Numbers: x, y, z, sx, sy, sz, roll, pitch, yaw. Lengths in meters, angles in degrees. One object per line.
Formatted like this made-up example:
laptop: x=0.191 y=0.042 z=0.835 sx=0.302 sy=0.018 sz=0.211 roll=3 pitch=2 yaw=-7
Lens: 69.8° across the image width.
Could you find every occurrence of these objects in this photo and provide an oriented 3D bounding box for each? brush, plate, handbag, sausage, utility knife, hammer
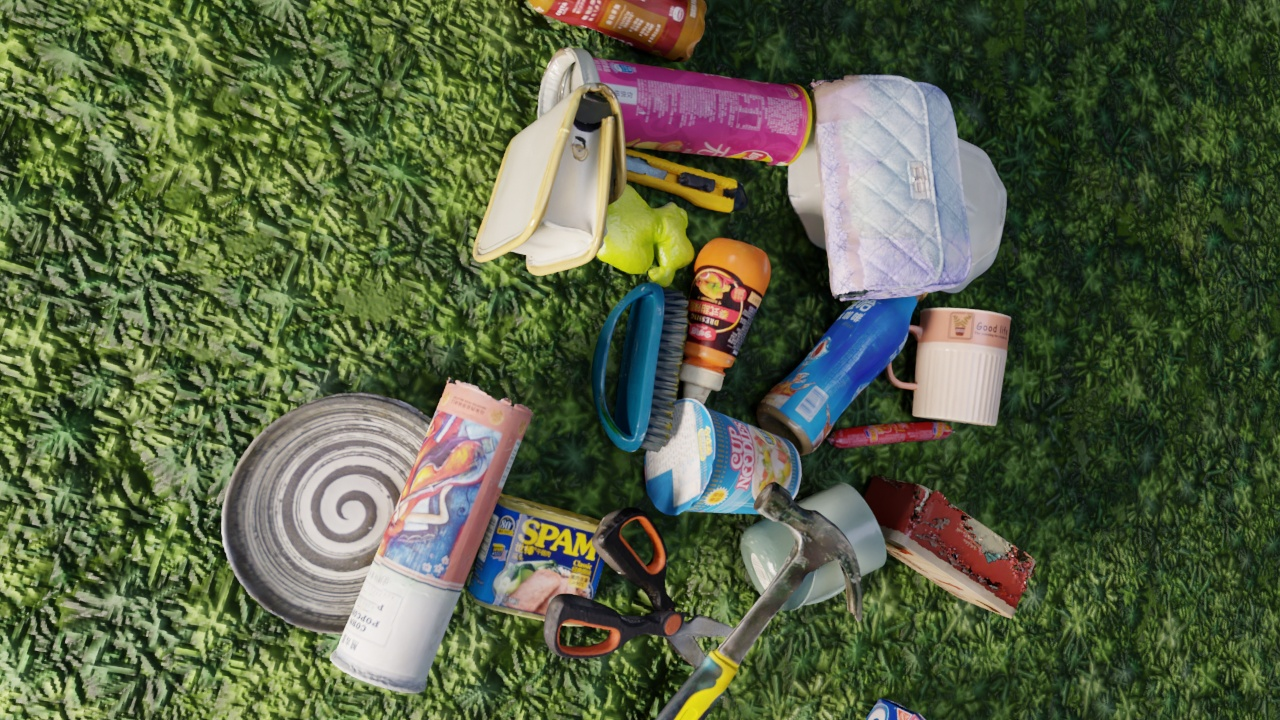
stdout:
brush: x=-0.004 y=0.005 z=0.768 sx=0.073 sy=0.055 sz=0.144 roll=9 pitch=86 yaw=-24
plate: x=0.265 y=-0.165 z=0.901 sx=0.265 sy=0.034 sz=0.162 roll=16 pitch=83 yaw=-23
handbag: x=-0.059 y=-0.156 z=0.688 sx=0.063 sy=0.164 sz=0.178 roll=17 pitch=82 yaw=-25
sausage: x=0.246 y=0.072 z=0.898 sx=0.155 sy=0.020 sz=0.020 roll=-2 pitch=90 yaw=-24
utility knife: x=0.023 y=-0.160 z=0.804 sx=0.167 sy=0.015 sz=0.033 roll=11 pitch=82 yaw=-23
plate: x=-0.217 y=0.113 z=0.691 sx=0.179 sy=0.024 sz=0.179 roll=0 pitch=90 yaw=-23
hammer: x=0.061 y=0.262 z=0.754 sx=0.126 sy=0.032 sz=0.323 roll=36 pitch=93 yaw=-6
handbag: x=0.221 y=-0.153 z=0.814 sx=0.134 sy=0.076 sz=0.194 roll=-5 pitch=86 yaw=-22

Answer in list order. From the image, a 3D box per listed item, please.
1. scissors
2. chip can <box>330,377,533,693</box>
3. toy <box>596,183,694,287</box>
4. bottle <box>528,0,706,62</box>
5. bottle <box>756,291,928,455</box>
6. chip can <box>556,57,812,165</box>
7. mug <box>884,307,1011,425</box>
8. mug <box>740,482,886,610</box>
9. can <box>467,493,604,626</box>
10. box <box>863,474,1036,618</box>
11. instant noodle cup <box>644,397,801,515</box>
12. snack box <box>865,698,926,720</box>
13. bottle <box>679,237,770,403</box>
scissors: x=0.004 y=0.215 z=0.754 sx=0.197 sy=0.022 sz=0.227 roll=-31 pitch=121 yaw=-30
chip can: x=-0.148 y=0.124 z=0.668 sx=0.071 sy=0.071 sz=0.214 roll=25 pitch=80 yaw=-21
toy: x=-0.001 y=-0.107 z=0.785 sx=0.100 sy=0.031 sz=0.097 roll=-15 pitch=97 yaw=-24
bottle: x=-0.033 y=-0.301 z=0.759 sx=0.174 sy=0.057 sz=0.057 roll=12 pitch=84 yaw=-23
bottle: x=0.197 y=-0.007 z=0.853 sx=0.218 sy=0.065 sz=0.065 roll=-45 pitch=106 yaw=-19
chip can: x=0.038 y=-0.212 z=0.783 sx=0.210 sy=0.071 sz=0.071 roll=1 pitch=89 yaw=-23
mug: x=0.295 y=0.005 z=0.893 sx=0.114 sy=0.081 sz=0.106 roll=7 pitch=87 yaw=3
mug: x=0.153 y=0.178 z=0.821 sx=0.106 sy=0.082 sz=0.112 roll=-23 pitch=127 yaw=-13
can: x=-0.079 y=0.160 z=0.733 sx=0.102 sy=0.057 sz=0.083 roll=19 pitch=83 yaw=-23
box: x=0.293 y=0.169 z=0.877 sx=0.168 sy=0.091 sz=0.076 roll=33 pitch=80 yaw=-20
instant noodle cup: x=0.075 y=0.090 z=0.786 sx=0.109 sy=0.099 sz=0.099 roll=14 pitch=83 yaw=-31
snack box: x=0.201 y=0.419 z=0.852 sx=0.058 sy=0.057 sz=0.207 roll=46 pitch=73 yaw=-14
bottle: x=0.065 y=-0.029 z=0.800 sx=0.066 sy=0.067 sz=0.149 roll=18 pitch=89 yaw=-23
